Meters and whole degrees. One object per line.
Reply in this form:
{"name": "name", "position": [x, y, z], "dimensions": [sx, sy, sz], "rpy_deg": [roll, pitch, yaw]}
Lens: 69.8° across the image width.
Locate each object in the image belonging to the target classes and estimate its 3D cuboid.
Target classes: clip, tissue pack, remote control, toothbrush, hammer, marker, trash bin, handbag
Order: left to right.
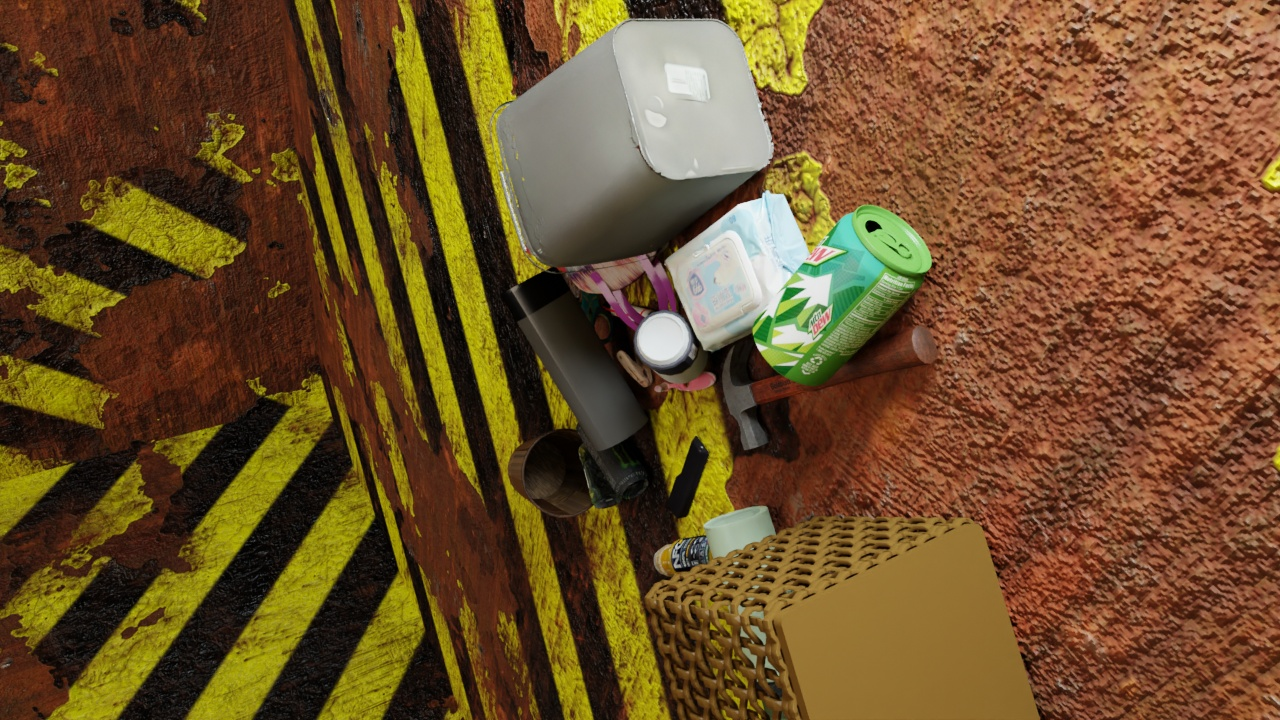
{"name": "handbag", "position": [-0.018, -0.109, 1.089], "dimensions": [0.145, 0.067, 0.170], "rpy_deg": [-31, 90, 33]}
{"name": "marker", "position": [-0.014, -0.062, 1.180], "dimensions": [0.146, 0.019, 0.019], "rpy_deg": [19, 121, 58]}
{"name": "trash bin", "position": [-0.007, -0.216, 0.914], "dimensions": [0.221, 0.197, 0.197], "rpy_deg": [-20, 85, 57]}
{"name": "clip", "position": [-0.008, 0.007, 1.188], "dimensions": [0.024, 0.039, 0.060], "rpy_deg": [-42, 61, 62]}
{"name": "toothbrush", "position": [0.053, 0.028, 1.108], "dimensions": [0.135, 0.016, 0.021], "rpy_deg": [-15, 91, 63]}
{"name": "remote control", "position": [0.059, 0.150, 1.163], "dimensions": [0.032, 0.015, 0.137], "rpy_deg": [54, 147, 33]}
{"name": "tissue pack", "position": [0.100, -0.084, 0.901], "dimensions": [0.182, 0.069, 0.112], "rpy_deg": [-29, 80, 62]}
{"name": "hammer", "position": [0.167, 0.015, 0.876], "dimensions": [0.301, 0.028, 0.111], "rpy_deg": [-24, 84, 62]}

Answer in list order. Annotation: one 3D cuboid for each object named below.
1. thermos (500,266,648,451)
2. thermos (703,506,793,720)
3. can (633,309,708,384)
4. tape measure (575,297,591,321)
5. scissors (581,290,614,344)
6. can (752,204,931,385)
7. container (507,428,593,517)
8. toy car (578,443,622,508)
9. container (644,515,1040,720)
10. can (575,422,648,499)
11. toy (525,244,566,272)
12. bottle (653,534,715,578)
{"name": "thermos", "position": [-0.086, -0.004, 1.206], "dimensions": [0.240, 0.082, 0.082], "rpy_deg": [59, 154, -8]}
{"name": "thermos", "position": [0.142, 0.283, 1.020], "dimensions": [0.082, 0.082, 0.231], "rpy_deg": [-21, 86, 63]}
{"name": "can", "position": [0.037, -0.011, 1.019], "dimensions": [0.064, 0.064, 0.127], "rpy_deg": [65, -172, 16]}
{"name": "tape measure", "position": [-0.096, -0.069, 1.285], "dimensions": [0.059, 0.065, 0.036], "rpy_deg": [-15, 77, 54]}
{"name": "scissors", "position": [-0.069, -0.086, 1.249], "dimensions": [0.015, 0.066, 0.135], "rpy_deg": [117, 153, -89]}
{"name": "can", "position": [0.164, -0.052, 0.758], "dimensions": [0.144, 0.082, 0.083], "rpy_deg": [-53, 57, 40]}
{"name": "container", "position": [-0.141, 0.173, 1.442], "dimensions": [0.167, 0.132, 0.132], "rpy_deg": [-12, 94, 69]}
{"name": "toy car", "position": [-0.059, 0.167, 1.362], "dimensions": [0.033, 0.048, 0.105], "rpy_deg": [-161, 56, -81]}
{"name": "container", "position": [0.176, 0.288, 0.796], "dimensions": [0.215, 0.219, 0.251], "rpy_deg": [-18, 88, 63]}
{"name": "can", "position": [-0.041, 0.130, 1.297], "dimensions": [0.137, 0.053, 0.054], "rpy_deg": [54, 147, 33]}
{"name": "toy", "position": [-0.095, -0.170, 1.168], "dimensions": [0.088, 0.132, 0.094], "rpy_deg": [46, 134, 27]}
{"name": "bottle", "position": [0.071, 0.247, 1.151], "dimensions": [0.187, 0.053, 0.053], "rpy_deg": [-31, 77, 62]}
